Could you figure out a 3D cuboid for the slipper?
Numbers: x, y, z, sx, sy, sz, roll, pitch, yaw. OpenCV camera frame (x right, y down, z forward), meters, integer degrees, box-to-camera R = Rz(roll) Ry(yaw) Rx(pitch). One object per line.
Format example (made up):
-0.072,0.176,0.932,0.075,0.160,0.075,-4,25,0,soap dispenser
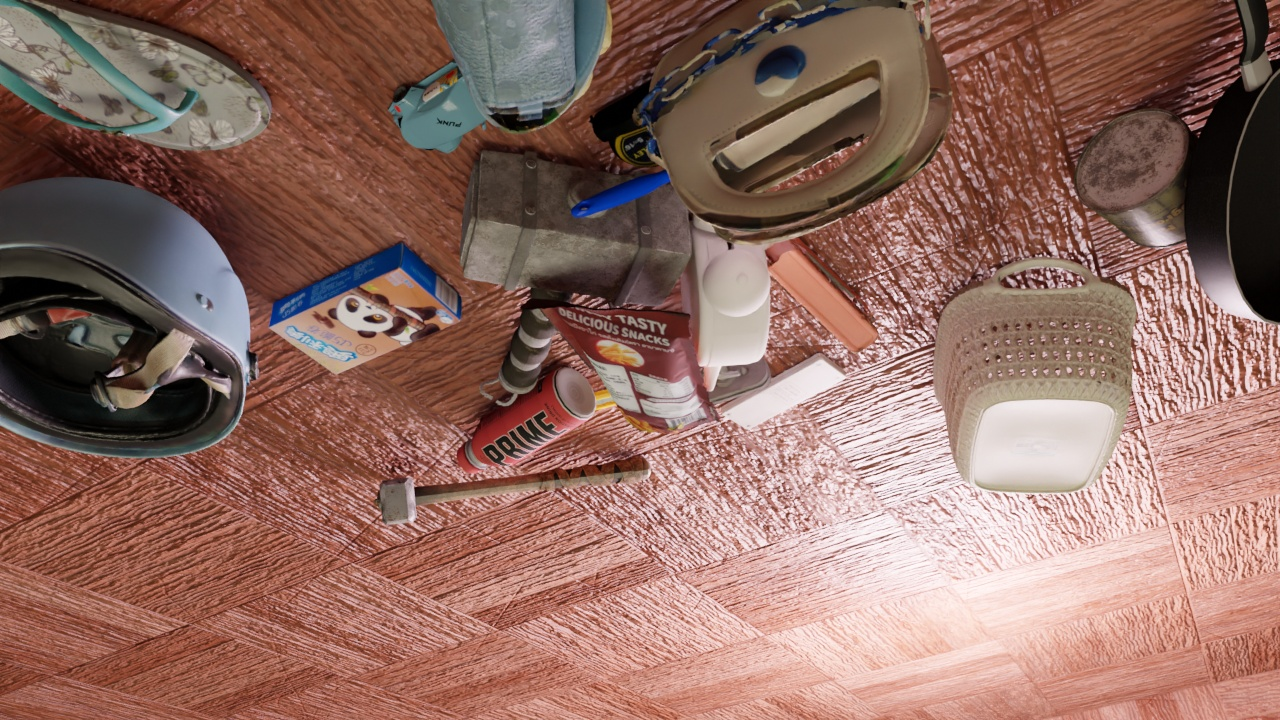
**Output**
-0.389,-0.195,0.606,0.268,0.054,0.098,19,139,-27,slipper

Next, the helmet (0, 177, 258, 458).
-0.415,-0.032,0.721,0.225,0.166,0.266,5,140,-10,helmet

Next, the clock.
0.078,-0.060,0.780,0.073,0.125,0.161,-4,150,-4,clock

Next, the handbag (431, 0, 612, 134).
-0.071,-0.241,0.542,0.118,0.121,0.192,-16,143,-14,handbag

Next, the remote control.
0.156,0.035,1.010,0.136,0.011,0.050,-32,135,30,remote control

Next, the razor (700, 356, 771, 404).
0.070,-0.008,0.923,0.088,0.047,0.116,-19,133,17,razor

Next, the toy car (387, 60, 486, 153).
-0.132,-0.186,0.669,0.108,0.027,0.060,-23,139,22,toy car

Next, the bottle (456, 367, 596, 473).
-0.129,0.072,0.982,0.177,0.062,0.062,-32,136,31,bottle

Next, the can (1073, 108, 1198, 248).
0.412,-0.145,0.740,0.074,0.089,0.090,23,135,-31,can

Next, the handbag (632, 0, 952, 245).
0.096,-0.166,0.587,0.201,0.199,0.093,-27,134,22,handbag

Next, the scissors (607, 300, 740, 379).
0.013,0.000,0.911,0.175,0.014,0.142,7,134,10,scissors

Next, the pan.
0.452,-0.184,0.675,0.203,0.044,0.356,-45,118,-16,pan

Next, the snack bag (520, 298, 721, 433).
-0.005,0.005,0.774,0.139,0.066,0.208,14,164,22,snack bag

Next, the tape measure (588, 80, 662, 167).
0.004,-0.177,0.693,0.062,0.034,0.061,-19,138,32,tape measure

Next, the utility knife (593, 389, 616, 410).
-0.029,0.041,0.994,0.151,0.017,0.030,-12,133,14,utility knife

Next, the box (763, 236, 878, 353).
0.165,-0.063,0.854,0.059,0.056,0.186,3,157,48,box

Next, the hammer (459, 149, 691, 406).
-0.087,-0.044,0.831,0.176,0.079,0.327,7,147,-16,hammer

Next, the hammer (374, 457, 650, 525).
-0.147,0.145,1.074,0.318,0.049,0.121,-6,177,-10,hammer

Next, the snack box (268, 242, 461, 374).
-0.249,-0.044,0.836,0.151,0.034,0.087,-21,140,19,snack box

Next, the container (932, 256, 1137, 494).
0.394,0.029,0.925,0.185,0.142,0.246,-1,145,16,container

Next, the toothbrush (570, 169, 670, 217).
0.030,-0.143,0.704,0.182,0.016,0.018,-24,154,-13,toothbrush
